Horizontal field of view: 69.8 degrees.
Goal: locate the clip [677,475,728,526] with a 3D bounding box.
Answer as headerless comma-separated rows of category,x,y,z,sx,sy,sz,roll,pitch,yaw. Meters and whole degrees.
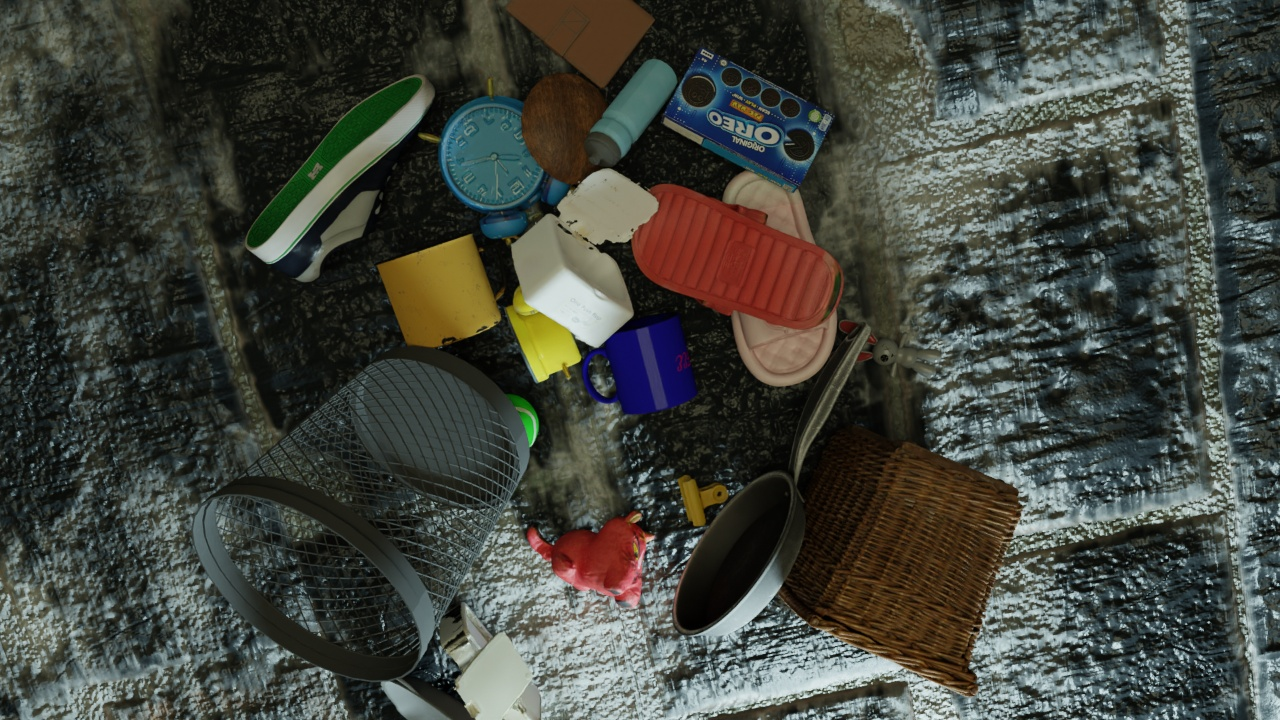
clip,0.067,0.146,0.976,0.049,0.044,0.054,-10,99,26

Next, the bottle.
bottle,-0.012,-0.232,0.871,0.040,0.040,0.129,36,65,-7

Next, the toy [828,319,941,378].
toy,0.254,-0.009,0.949,0.112,0.030,0.049,14,103,1

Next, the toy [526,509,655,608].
toy,-0.052,0.197,0.977,0.133,0.088,0.093,16,66,15

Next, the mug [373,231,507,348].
mug,-0.186,-0.070,0.905,0.123,0.101,0.094,-24,103,-26

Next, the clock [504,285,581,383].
clock,-0.103,-0.036,0.915,0.057,0.083,0.119,-22,102,-2

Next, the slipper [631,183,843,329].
slipper,0.090,-0.095,0.869,0.249,0.059,0.103,30,104,36

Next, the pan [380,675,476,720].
pan,-0.159,0.435,0.983,0.024,0.217,0.355,-49,122,-32

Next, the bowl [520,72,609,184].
bowl,-0.061,-0.226,0.875,0.102,0.026,0.114,42,59,-25

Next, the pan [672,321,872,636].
pan,0.142,0.121,0.910,0.055,0.187,0.356,36,85,-10

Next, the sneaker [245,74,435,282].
sneaker,-0.276,-0.176,0.900,0.235,0.084,0.079,-48,132,-1

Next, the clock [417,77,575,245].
clock,-0.129,-0.186,0.899,0.117,0.060,0.161,-39,101,5

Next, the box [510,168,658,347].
box,-0.037,-0.108,0.873,0.137,0.120,0.109,-37,133,20

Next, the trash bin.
trash bin,-0.235,0.127,0.835,0.218,0.226,0.218,13,129,16

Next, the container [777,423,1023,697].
container,0.236,0.170,0.884,0.162,0.250,0.183,24,89,-5

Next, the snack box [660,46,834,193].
snack box,0.104,-0.234,0.893,0.150,0.027,0.082,26,80,0

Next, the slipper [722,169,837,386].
slipper,0.138,-0.084,0.922,0.107,0.055,0.221,-12,96,0

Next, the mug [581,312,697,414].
mug,-0.005,0.005,0.927,0.111,0.079,0.083,-12,100,13

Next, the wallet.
wallet,-0.058,-0.337,0.896,0.121,0.013,0.087,38,93,-7

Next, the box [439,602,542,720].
box,-0.133,0.322,0.930,0.070,0.186,0.143,-37,103,-7

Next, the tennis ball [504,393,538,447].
tennis ball,-0.137,0.067,0.941,0.065,0.065,0.065,0,100,-1
